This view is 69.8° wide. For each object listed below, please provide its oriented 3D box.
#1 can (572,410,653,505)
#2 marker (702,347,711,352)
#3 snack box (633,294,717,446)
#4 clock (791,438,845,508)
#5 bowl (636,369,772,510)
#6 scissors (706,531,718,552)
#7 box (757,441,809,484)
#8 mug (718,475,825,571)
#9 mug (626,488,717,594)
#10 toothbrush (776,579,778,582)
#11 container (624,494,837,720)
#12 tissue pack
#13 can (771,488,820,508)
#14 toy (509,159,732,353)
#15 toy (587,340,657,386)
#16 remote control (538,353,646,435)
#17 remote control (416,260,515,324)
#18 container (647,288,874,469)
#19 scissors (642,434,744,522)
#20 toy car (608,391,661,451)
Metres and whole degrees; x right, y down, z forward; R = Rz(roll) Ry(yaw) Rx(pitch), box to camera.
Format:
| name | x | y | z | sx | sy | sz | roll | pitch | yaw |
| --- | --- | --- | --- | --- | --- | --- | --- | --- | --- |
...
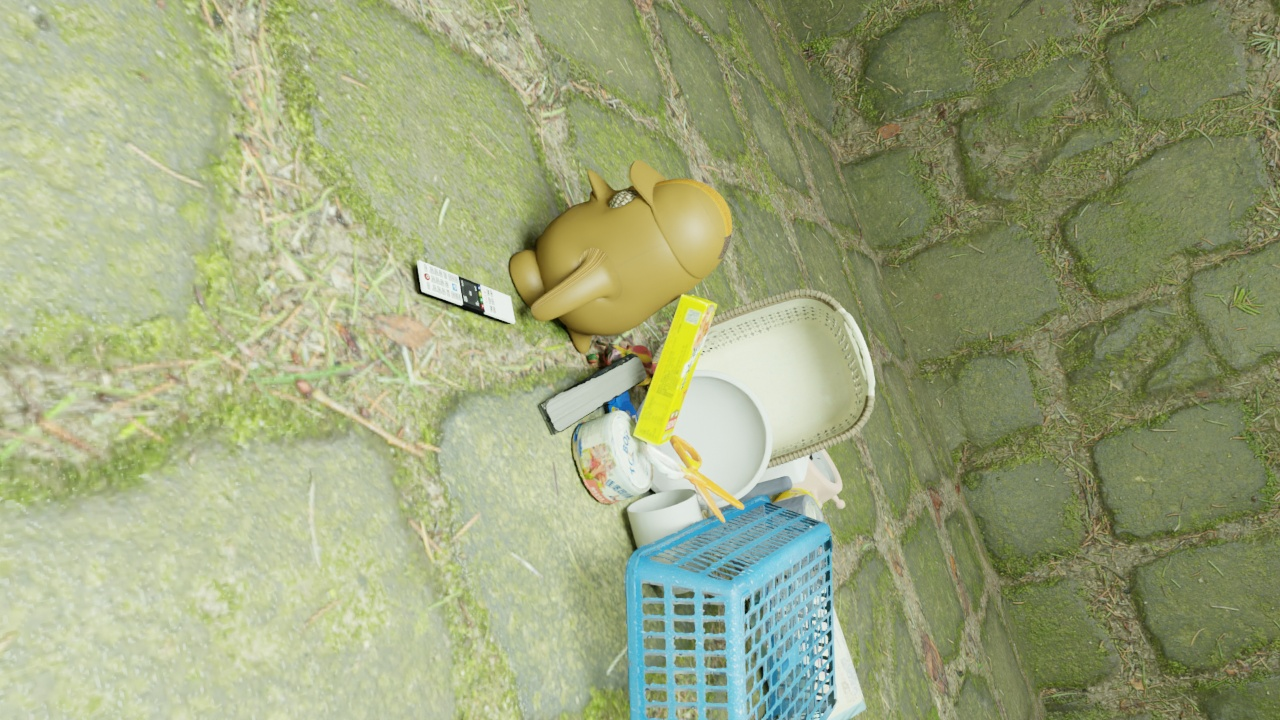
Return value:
| name | x | y | z | sx | sy | sz | roll | pitch | yaw |
| --- | --- | --- | --- | --- | --- | --- | --- | --- | --- |
| can | -0.026 | 0.094 | 0.895 | 0.086 | 0.043 | 0.086 | 50 | 28 | -39 |
| marker | 0.119 | 0.028 | 1.274 | 0.126 | 0.025 | 0.025 | 62 | 25 | -13 |
| snack box | 0.034 | 0.009 | 0.896 | 0.040 | 0.029 | 0.148 | -12 | 122 | -70 |
| clock | 0.230 | 0.154 | 1.358 | 0.131 | 0.086 | 0.160 | 14 | 48 | -61 |
| bowl | 0.065 | 0.083 | 0.990 | 0.043 | 0.149 | 0.149 | -72 | 139 | -86 |
| scissors | 0.048 | 0.161 | 1.029 | 0.141 | 0.014 | 0.173 | 62 | 23 | -4 |
| box | 0.143 | 0.088 | 1.200 | 0.108 | 0.126 | 0.137 | -57 | 131 | -63 |
| mug | 0.158 | 0.199 | 1.118 | 0.124 | 0.104 | 0.083 | 59 | 27 | -21 |
| mug | 0.044 | 0.177 | 0.923 | 0.107 | 0.071 | 0.089 | -19 | 96 | -43 |
| toothbrush | 0.183 | 0.328 | 1.173 | 0.014 | 0.014 | 0.167 | 93 | -3 | -52 |
| container | 0.107 | 0.279 | 0.873 | 0.361 | 0.089 | 0.257 | -2 | 90 | -65 |
| tissue pack | 0.194 | 0.352 | 1.095 | 0.111 | 0.070 | 0.181 | 0 | 67 | -47 |
| can | 0.199 | 0.215 | 1.234 | 0.104 | 0.068 | 0.067 | -17 | 86 | -65 |
| toy | -0.011 | -0.113 | 0.899 | 0.162 | 0.204 | 0.198 | 62 | 25 | -14 |
| toy | -0.006 | 0.006 | 0.989 | 0.103 | 0.084 | 0.046 | 24 | 82 | -60 |
| remote control | -0.043 | 0.030 | 0.892 | 0.136 | 0.013 | 0.033 | -30 | 98 | -42 |
| remote control | -0.151 | -0.056 | 0.795 | 0.124 | 0.012 | 0.028 | 20 | 52 | -59 |
| container | 0.143 | 0.032 | 1.069 | 0.142 | 0.246 | 0.184 | 22 | 50 | -76 |
| scissors | 0.050 | 0.114 | 0.909 | 0.127 | 0.011 | 0.125 | 21 | 25 | -41 |
| toy car | 0.001 | 0.066 | 0.945 | 0.033 | 0.062 | 0.092 | -8 | 91 | -65 |
